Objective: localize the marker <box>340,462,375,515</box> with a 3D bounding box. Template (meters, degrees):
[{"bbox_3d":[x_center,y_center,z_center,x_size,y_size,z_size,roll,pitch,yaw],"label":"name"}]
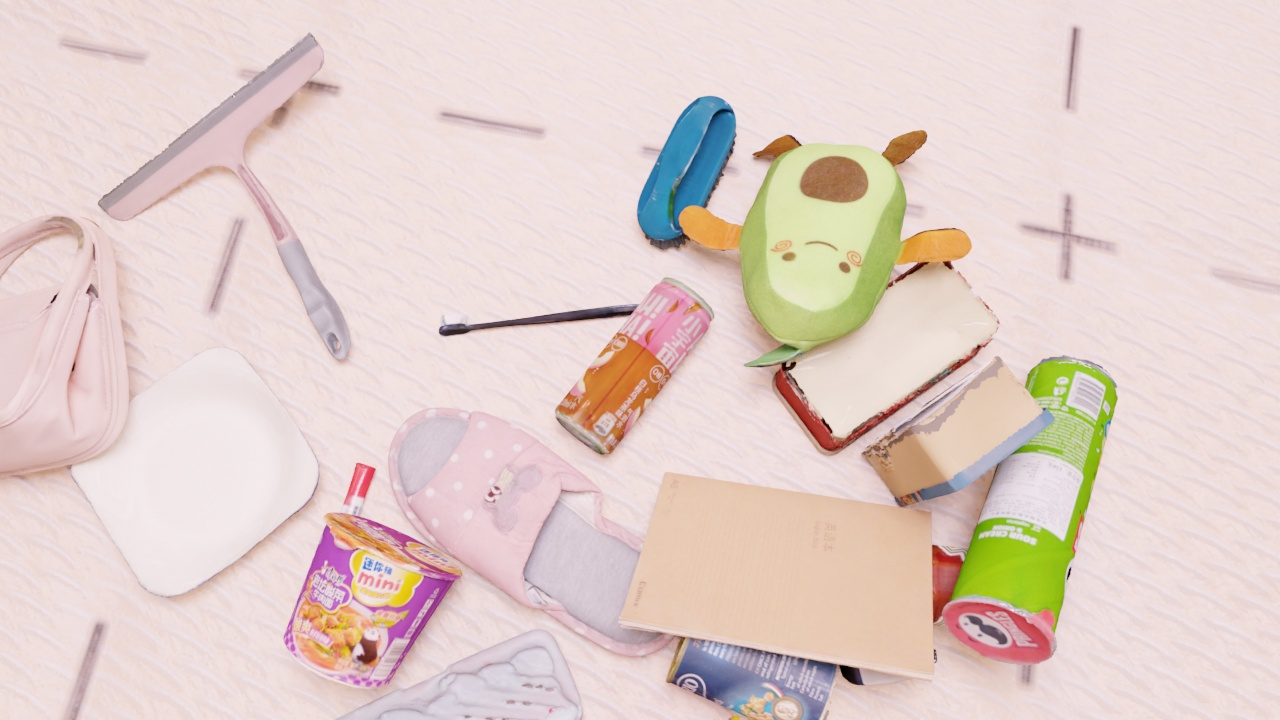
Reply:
[{"bbox_3d":[-0.242,0.152,0.729,0.017,0.017,0.145,14,75,5],"label":"marker"}]

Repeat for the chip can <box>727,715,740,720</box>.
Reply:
[{"bbox_3d":[-0.007,0.334,0.647,0.210,0.071,0.071,-26,76,-6],"label":"chip can"}]

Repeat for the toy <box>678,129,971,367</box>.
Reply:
[{"bbox_3d":[0.144,-0.105,0.729,0.227,0.090,0.246,5,56,16],"label":"toy"}]

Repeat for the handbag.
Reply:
[{"bbox_3d":[-0.506,-0.024,0.742,0.193,0.093,0.233,-11,61,13],"label":"handbag"}]

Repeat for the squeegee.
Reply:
[{"bbox_3d":[-0.310,-0.104,0.791,0.248,0.040,0.249,-34,82,8],"label":"squeegee"}]

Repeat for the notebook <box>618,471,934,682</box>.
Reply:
[{"bbox_3d":[0.104,0.150,0.672,0.211,0.012,0.149,7,39,12],"label":"notebook"}]

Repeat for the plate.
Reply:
[{"bbox_3d":[-0.352,0.089,0.739,0.163,0.034,0.164,-37,77,-9],"label":"plate"}]

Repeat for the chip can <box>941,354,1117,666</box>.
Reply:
[{"bbox_3d":[0.290,0.101,0.668,0.072,0.072,0.235,29,56,8],"label":"chip can"}]

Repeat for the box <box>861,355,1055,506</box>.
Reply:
[{"bbox_3d":[0.224,0.055,0.664,0.090,0.184,0.060,-35,80,-4],"label":"box"}]

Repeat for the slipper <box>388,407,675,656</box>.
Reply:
[{"bbox_3d":[-0.084,0.130,0.713,0.274,0.054,0.114,35,78,9],"label":"slipper"}]

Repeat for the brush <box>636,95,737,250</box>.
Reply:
[{"bbox_3d":[0.040,-0.168,0.785,0.055,0.073,0.143,22,75,14],"label":"brush"}]

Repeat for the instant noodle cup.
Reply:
[{"bbox_3d":[-0.204,0.179,0.680,0.111,0.111,0.099,26,85,8],"label":"instant noodle cup"}]

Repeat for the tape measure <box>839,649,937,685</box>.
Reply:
[{"bbox_3d":[0.182,0.217,0.679,0.066,0.066,0.033,-12,79,-2],"label":"tape measure"}]

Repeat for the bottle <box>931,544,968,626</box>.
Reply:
[{"bbox_3d":[0.204,0.169,0.697,0.206,0.060,0.059,6,74,2],"label":"bottle"}]

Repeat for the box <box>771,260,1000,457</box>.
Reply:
[{"bbox_3d":[0.197,-0.004,0.736,0.168,0.076,0.091,-34,76,-8],"label":"box"}]

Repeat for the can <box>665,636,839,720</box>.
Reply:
[{"bbox_3d":[0.084,0.222,0.674,0.111,0.075,0.075,22,76,6],"label":"can"}]

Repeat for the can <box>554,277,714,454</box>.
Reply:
[{"bbox_3d":[-0.004,0.004,0.745,0.058,0.058,0.147,36,78,10],"label":"can"}]

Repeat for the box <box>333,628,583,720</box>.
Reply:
[{"bbox_3d":[-0.136,0.286,0.652,0.201,0.119,0.098,-23,107,-5],"label":"box"}]

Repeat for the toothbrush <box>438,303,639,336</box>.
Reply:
[{"bbox_3d":[-0.082,-0.038,0.781,0.181,0.016,0.018,-5,65,0],"label":"toothbrush"}]
